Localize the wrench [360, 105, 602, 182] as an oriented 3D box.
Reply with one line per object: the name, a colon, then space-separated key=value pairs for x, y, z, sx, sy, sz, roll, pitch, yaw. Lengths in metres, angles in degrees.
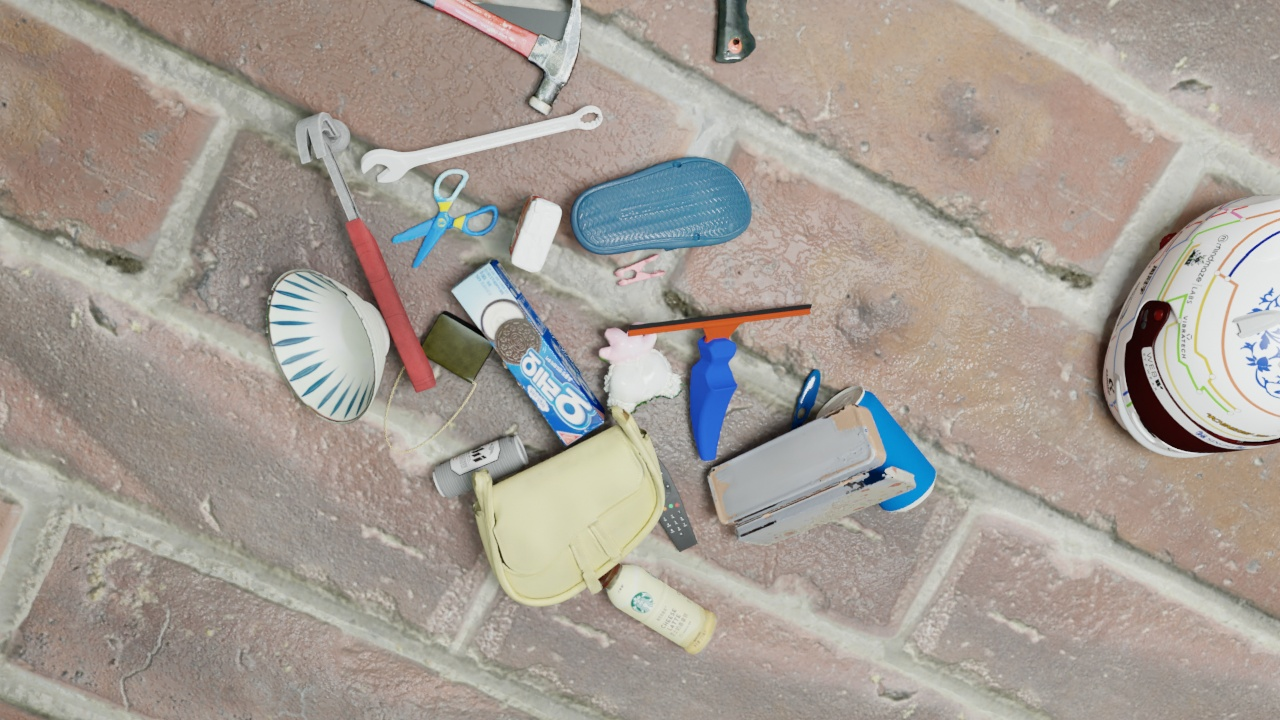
wrench: x=-0.176 y=-0.243 z=1.025 sx=0.273 sy=0.047 sz=0.009 roll=-14 pitch=62 yaw=-3

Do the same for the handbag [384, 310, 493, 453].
handbag: x=-0.244 y=0.033 z=1.079 sx=0.084 sy=0.027 sz=0.178 roll=31 pitch=102 yaw=-7

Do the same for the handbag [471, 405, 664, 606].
handbag: x=-0.077 y=0.170 z=1.052 sx=0.233 sy=0.088 sz=0.191 roll=-27 pitch=121 yaw=1

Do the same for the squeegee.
squeegee: x=0.085 y=0.030 z=1.075 sx=0.248 sy=0.055 sz=0.185 roll=-8 pitch=112 yaw=-29

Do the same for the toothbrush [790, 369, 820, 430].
toothbrush: x=0.192 y=0.073 z=1.114 sx=0.021 sy=0.016 sz=0.132 roll=19 pitch=99 yaw=-8

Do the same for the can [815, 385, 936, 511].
can: x=0.281 y=0.107 z=1.094 sx=0.079 sy=0.079 sz=0.146 roll=-40 pitch=100 yaw=3

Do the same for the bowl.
bowl: x=-0.331 y=-0.023 z=1.021 sx=0.177 sy=0.070 sz=0.177 roll=14 pitch=115 yaw=31

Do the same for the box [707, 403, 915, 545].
box: x=0.194 y=0.137 z=1.070 sx=0.217 sy=0.096 sz=0.105 roll=-30 pitch=68 yaw=31

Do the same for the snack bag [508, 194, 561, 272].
snack bag: x=-0.117 y=-0.141 z=1.008 sx=0.036 sy=0.116 sz=0.077 roll=19 pitch=98 yaw=-13

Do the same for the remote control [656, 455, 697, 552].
remote control: x=0.032 y=0.176 z=1.124 sx=0.039 sy=0.010 sz=0.125 roll=-26 pitch=100 yaw=1

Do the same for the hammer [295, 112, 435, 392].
hammer: x=-0.293 y=-0.112 z=0.999 sx=0.036 sy=0.126 sz=0.316 roll=-20 pitch=103 yaw=0

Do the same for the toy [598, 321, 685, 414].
toy: x=-0.006 y=0.006 z=1.075 sx=0.095 sy=0.041 sz=0.109 roll=-22 pitch=107 yaw=-14

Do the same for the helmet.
helmet: x=0.672 y=-0.027 z=1.016 sx=0.231 sy=0.236 sz=0.314 roll=18 pitch=98 yaw=-4

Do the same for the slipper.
slipper: x=0.023 y=-0.172 z=1.041 sx=0.213 sy=0.059 sz=0.104 roll=-10 pitch=91 yaw=-14

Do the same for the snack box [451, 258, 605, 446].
snack box: x=-0.126 y=-0.010 z=1.058 sx=0.059 sy=0.059 sz=0.226 roll=-34 pitch=101 yaw=6

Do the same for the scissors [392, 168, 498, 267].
scissors: x=-0.231 y=-0.165 z=1.046 sx=0.132 sy=0.019 sz=0.105 roll=-21 pitch=98 yaw=-1

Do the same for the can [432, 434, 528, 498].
can: x=-0.189 y=0.125 z=1.084 sx=0.106 sy=0.044 sz=0.044 roll=-22 pitch=100 yaw=0

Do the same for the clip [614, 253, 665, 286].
clip: x=0.001 y=-0.099 z=1.071 sx=0.058 sy=0.022 sz=0.037 roll=-17 pitch=103 yaw=5

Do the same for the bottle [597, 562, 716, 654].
bottle: x=0.014 y=0.295 z=1.120 sx=0.162 sy=0.056 sz=0.056 roll=34 pitch=96 yaw=-9

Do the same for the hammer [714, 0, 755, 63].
hammer: x=0.100 y=-0.498 z=1.003 sx=0.133 sy=0.033 sz=0.333 roll=-4 pitch=101 yaw=-5

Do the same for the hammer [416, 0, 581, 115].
hammer: x=-0.214 y=-0.404 z=0.997 sx=0.326 sy=0.036 sz=0.140 roll=26 pitch=99 yaw=-7
